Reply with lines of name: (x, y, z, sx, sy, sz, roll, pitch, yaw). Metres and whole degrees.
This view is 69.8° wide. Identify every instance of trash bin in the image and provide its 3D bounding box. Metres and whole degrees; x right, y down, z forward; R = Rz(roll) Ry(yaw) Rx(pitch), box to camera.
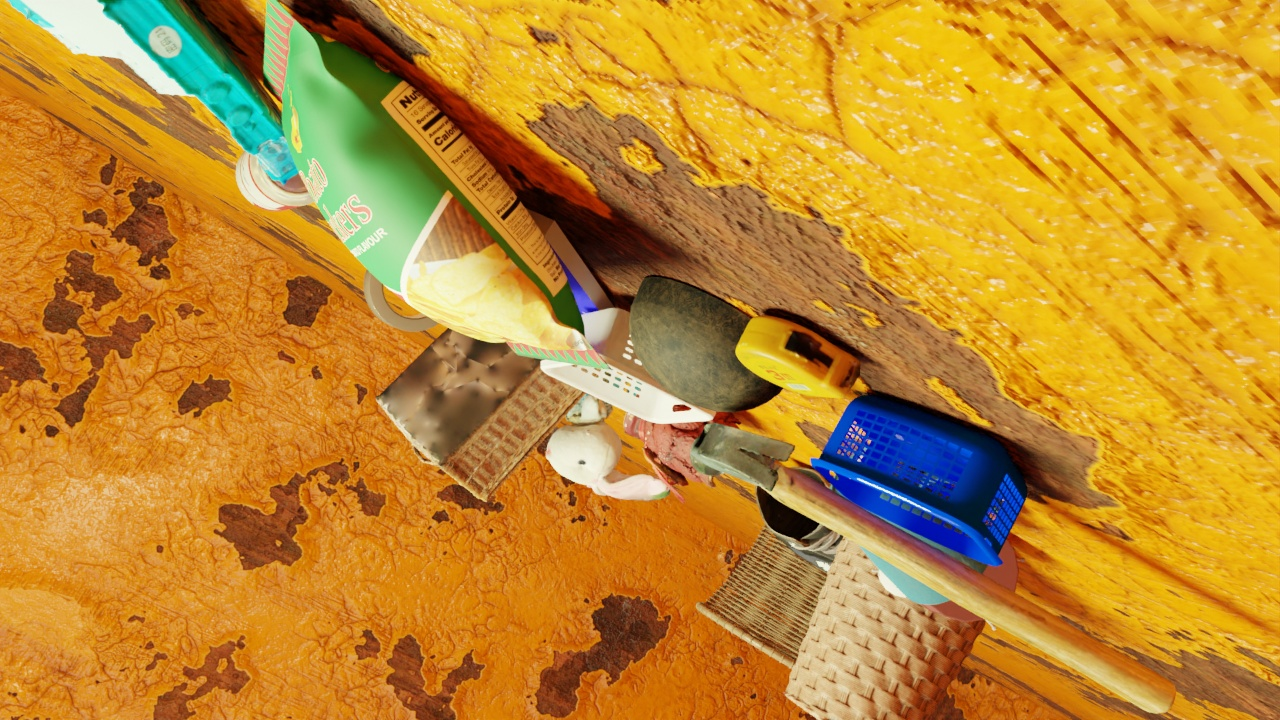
trash bin: (0.224, 0.238, 0.835, 0.151, 0.210, 0.151, 30, 171, 5)

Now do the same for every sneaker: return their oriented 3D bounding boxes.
sneaker: (0.226, 0.190, 0.957, 0.235, 0.095, 0.120, 34, 175, 27)

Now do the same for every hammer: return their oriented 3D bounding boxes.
hammer: (0.182, 0.129, 0.583, 0.330, 0.033, 0.132, 29, 170, 3)

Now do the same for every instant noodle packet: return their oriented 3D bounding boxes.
instant noodle packet: (-0.135, -0.090, 0.563, 0.252, 0.090, 0.196, 48, 165, -18)

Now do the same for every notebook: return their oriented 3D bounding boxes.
notebook: (-0.124, -0.100, 0.721, 0.209, 0.022, 0.171, 26, 168, 23)

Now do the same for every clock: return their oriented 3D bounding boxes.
clock: (0.248, 0.163, 0.747, 0.124, 0.087, 0.044, 26, 171, 5)

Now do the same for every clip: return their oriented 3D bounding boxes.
clip: (-0.007, 0.033, 1.042, 0.113, 0.028, 0.127, 28, 171, -22)

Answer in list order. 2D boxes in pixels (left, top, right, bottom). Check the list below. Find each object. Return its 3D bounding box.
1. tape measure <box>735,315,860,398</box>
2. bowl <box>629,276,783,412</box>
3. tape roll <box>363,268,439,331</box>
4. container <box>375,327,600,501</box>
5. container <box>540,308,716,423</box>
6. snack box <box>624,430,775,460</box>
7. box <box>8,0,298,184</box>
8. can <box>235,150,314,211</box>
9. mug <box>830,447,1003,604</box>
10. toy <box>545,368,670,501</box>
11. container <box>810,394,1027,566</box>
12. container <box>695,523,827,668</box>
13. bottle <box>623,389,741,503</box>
tape measure: (0.086, -0.004, 0.538, 0.059, 0.030, 0.068, 33, 168, -18)
bowl: (0.040, 0.000, 0.621, 0.121, 0.056, 0.121, 30, 171, 5)
tape roll: (-0.244, -0.078, 0.975, 0.093, 0.093, 0.030, 35, 170, -27)
container: (-0.146, 0.025, 0.905, 0.114, 0.198, 0.113, 39, 171, 23)
container: (-0.004, 0.004, 0.724, 0.129, 0.049, 0.081, 27, 158, -33)
snack box: (0.067, 0.097, 1.047, 0.154, 0.033, 0.088, 23, 172, -22)
box: (-0.318, -0.213, 0.585, 0.181, 0.074, 0.227, 30, 171, 8)
can: (-0.318, -0.168, 0.815, 0.067, 0.067, 0.170, 35, 170, -27)
mug: (0.203, 0.109, 0.662, 0.104, 0.084, 0.112, 44, 138, -19)
toy: (-0.058, 0.070, 0.997, 0.131, 0.105, 0.205, 0, 111, 63)
container: (0.175, 0.070, 0.567, 0.114, 0.058, 0.096, 22, 168, 41)
container: (0.220, 0.300, 1.217, 0.227, 0.196, 0.227, 30, 171, 5)
bottle: (0.044, 0.076, 0.898, 0.111, 0.099, 0.099, 32, 172, 21)
